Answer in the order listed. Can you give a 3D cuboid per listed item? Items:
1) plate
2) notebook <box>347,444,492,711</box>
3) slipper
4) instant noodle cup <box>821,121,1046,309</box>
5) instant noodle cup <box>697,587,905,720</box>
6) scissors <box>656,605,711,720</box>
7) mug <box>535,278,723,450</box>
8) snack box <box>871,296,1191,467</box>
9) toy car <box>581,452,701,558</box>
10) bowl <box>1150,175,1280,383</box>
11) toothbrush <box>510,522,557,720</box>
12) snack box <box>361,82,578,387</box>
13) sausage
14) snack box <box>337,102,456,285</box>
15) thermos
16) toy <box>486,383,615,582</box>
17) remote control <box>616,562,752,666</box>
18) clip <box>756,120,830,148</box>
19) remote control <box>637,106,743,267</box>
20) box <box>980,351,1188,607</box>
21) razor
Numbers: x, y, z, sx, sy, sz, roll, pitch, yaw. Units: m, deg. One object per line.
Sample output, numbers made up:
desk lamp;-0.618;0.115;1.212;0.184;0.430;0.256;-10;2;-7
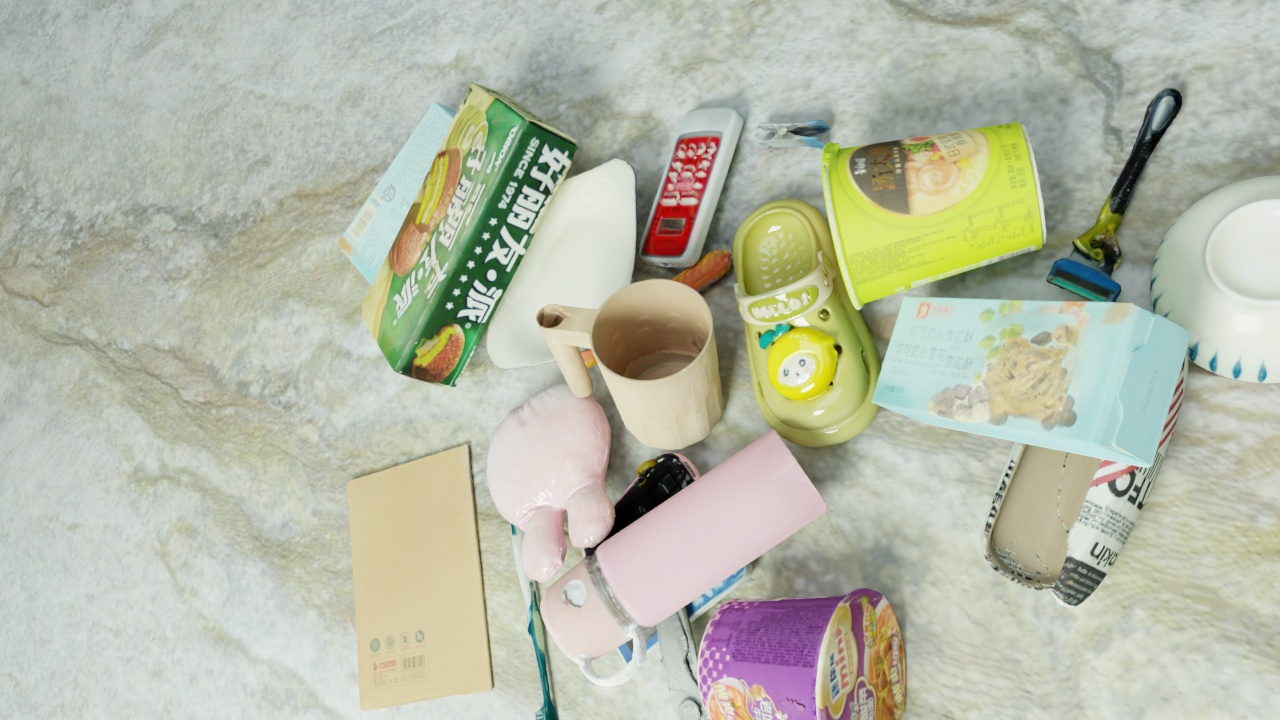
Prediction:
plate;-0.059;-0.073;0.758;0.165;0.034;0.163;-12;67;38
notebook;-0.198;0.191;0.806;0.148;0.008;0.207;-19;70;26
slipper;0.101;-0.034;0.638;0.092;0.081;0.190;-23;65;27
instant noodle cup;0.190;-0.100;0.591;0.124;0.111;0.111;-11;73;20
instant noodle cup;0.097;0.196;0.574;0.099;0.111;0.111;-8;74;39
scissors;0.053;0.251;0.622;0.185;0.015;0.209;22;95;27
mug;-0.004;0.004;0.657;0.125;0.104;0.084;7;59;16
snack box;0.214;0.006;0.529;0.175;0.051;0.074;11;82;65
toy car;0.003;0.121;0.686;0.123;0.037;0.056;-51;54;23
bowl;0.345;-0.050;0.502;0.117;0.066;0.116;-8;74;30
toothbrush;-0.088;0.208;0.732;0.018;0.016;0.191;-27;66;35
snack box;-0.152;-0.107;0.787;0.240;0.063;0.114;-60;41;14
sausage;0.008;-0.040;0.729;0.165;0.021;0.021;-34;63;20
snack box;-0.207;-0.149;0.866;0.074;0.051;0.175;44;103;29
thermos;0.030;0.133;0.608;0.198;0.067;0.087;-35;50;2
toy;-0.070;0.092;0.714;0.121;0.054;0.159;-37;46;21
remote control;0.024;0.170;0.668;0.125;0.024;0.049;-41;61;15
clip;0.115;-0.172;0.696;0.058;0.026;0.038;6;89;36
remote control;0.039;-0.138;0.722;0.056;0.020;0.136;9;77;42
box;0.254;0.057;0.535;0.087;0.076;0.163;20;90;46
razor;0.299;-0.103;0.569;0.043;0.022;0.142;25;89;6
